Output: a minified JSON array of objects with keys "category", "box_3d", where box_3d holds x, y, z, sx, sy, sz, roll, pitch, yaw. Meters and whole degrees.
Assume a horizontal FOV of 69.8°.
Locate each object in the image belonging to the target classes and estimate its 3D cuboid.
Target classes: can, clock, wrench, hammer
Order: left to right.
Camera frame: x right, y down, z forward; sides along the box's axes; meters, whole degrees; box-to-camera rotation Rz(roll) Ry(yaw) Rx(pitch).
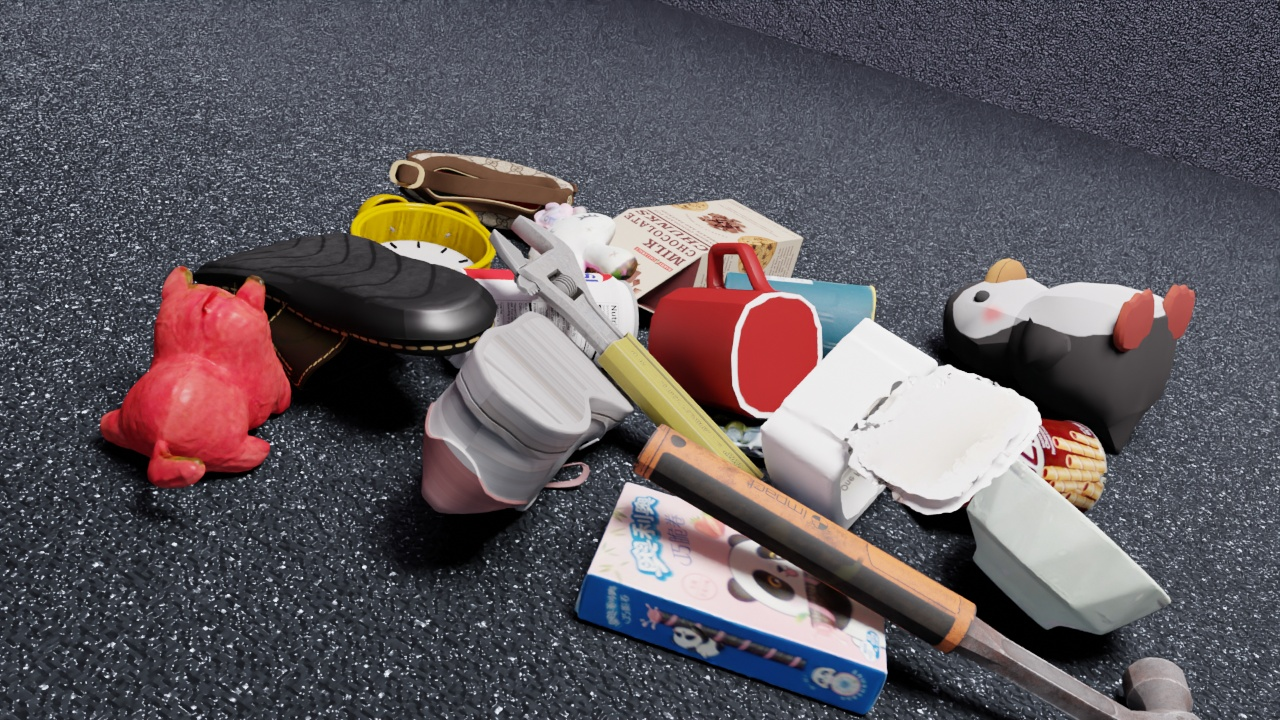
[{"category":"clock","box_3d":[-0.180,-0.093,0.754,0.113,0.052,0.151,4,34,-19]},{"category":"can","box_3d":[-0.074,-0.030,0.663,0.132,0.070,0.070,0,31,-25]},{"category":"wrench","box_3d":[-0.003,0.003,0.596,0.273,0.018,0.083,46,27,12]},{"category":"hammer","box_3d":[0.134,0.127,0.447,0.314,0.035,0.137,30,28,5]}]

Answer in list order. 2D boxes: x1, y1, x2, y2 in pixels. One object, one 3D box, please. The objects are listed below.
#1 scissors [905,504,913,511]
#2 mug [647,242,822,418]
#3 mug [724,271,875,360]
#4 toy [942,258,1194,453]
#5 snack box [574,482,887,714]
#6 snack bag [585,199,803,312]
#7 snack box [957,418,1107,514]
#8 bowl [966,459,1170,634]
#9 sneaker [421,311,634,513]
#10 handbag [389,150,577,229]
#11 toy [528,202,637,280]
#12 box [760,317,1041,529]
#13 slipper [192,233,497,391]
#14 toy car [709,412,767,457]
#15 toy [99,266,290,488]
[{"category":"scissors","box_3d":[0.168,0.052,0.687,0.157,0.013,0.171,-4,37,-33]},{"category":"mug","box_3d":[0.065,-0.024,0.638,0.080,0.116,0.097,-1,7,-33]},{"category":"mug","box_3d":[0.127,-0.035,0.768,0.121,0.078,0.078,11,28,3]},{"category":"toy","box_3d":[0.351,-0.011,0.801,0.158,0.140,0.184,-9,20,-36]},{"category":"snack box","box_3d":[0.051,0.121,0.486,0.154,0.033,0.087,17,27,5]},{"category":"snack bag","box_3d":[0.037,-0.087,0.821,0.205,0.070,0.094,-14,39,-41]},{"category":"snack box","box_3d":[0.244,0.070,0.622,0.121,0.072,0.072,7,29,-21]},{"category":"bowl","box_3d":[0.236,0.115,0.533,0.117,0.061,0.117,41,8,-7]},{"category":"sneaker","box_3d":[-0.071,0.037,0.538,0.099,0.089,0.236,45,8,4]},{"category":"handbag","box_3d":[-0.143,-0.157,0.834,0.166,0.063,0.138,13,4,-4]},{"category":"toy","box_3d":[-0.054,-0.092,0.749,0.079,0.038,0.122,-34,50,0]},{"category":"box","box_3d":[0.152,0.045,0.525,0.132,0.152,0.107,34,70,30]},{"category":"slipper","box_3d":[-0.198,-0.030,0.602,0.268,0.076,0.112,15,29,36]},{"category":"toy car","box_3d":[0.080,0.052,0.626,0.089,0.027,0.039,3,7,-16]},{"category":"toy","box_3d":[-0.241,0.011,0.488,0.088,0.094,0.132,8,30,-12]}]
